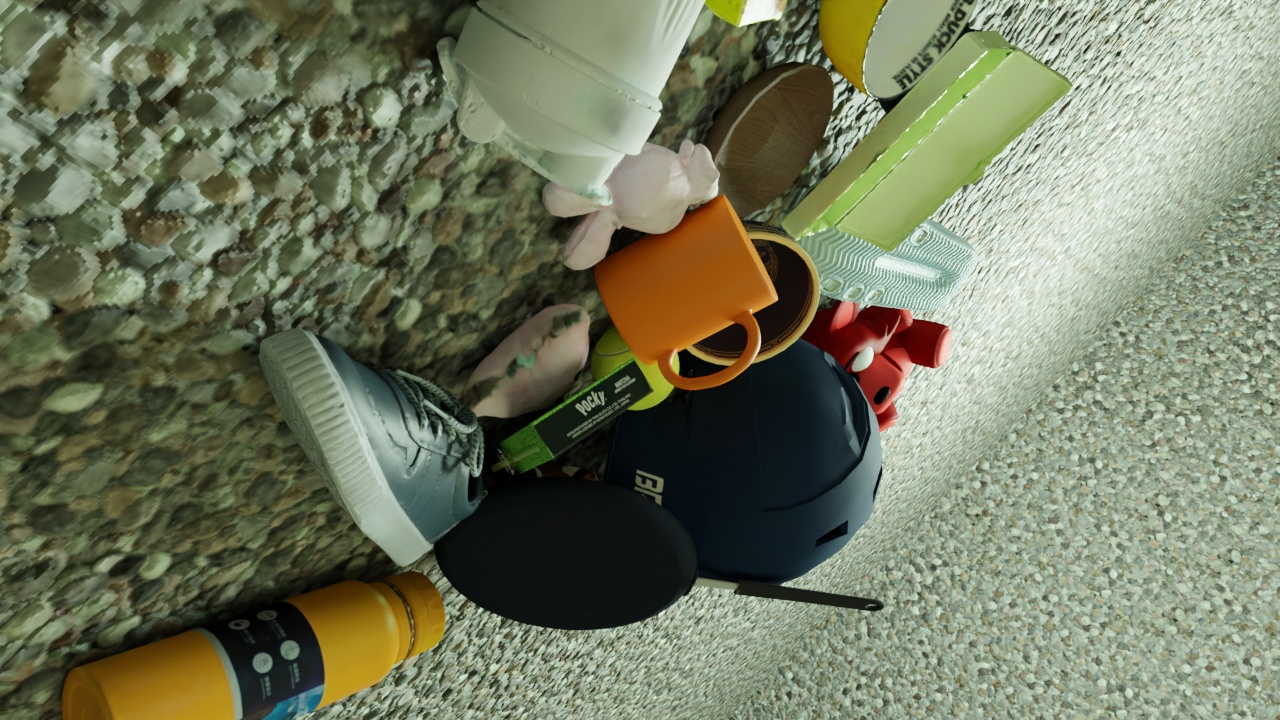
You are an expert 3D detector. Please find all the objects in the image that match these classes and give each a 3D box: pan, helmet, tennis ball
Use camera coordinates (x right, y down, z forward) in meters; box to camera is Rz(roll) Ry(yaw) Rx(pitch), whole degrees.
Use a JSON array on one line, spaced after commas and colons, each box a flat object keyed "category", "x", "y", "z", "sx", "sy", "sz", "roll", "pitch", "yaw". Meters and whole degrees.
[{"category": "pan", "x": 0.020, "y": 0.169, "z": 0.707, "sx": 0.356, "sy": 0.021, "sz": 0.199, "roll": 10, "pitch": 136, "yaw": -8}, {"category": "helmet", "x": 0.100, "y": 0.068, "z": 0.805, "sx": 0.233, "sy": 0.223, "sz": 0.271, "roll": 95, "pitch": 9, "yaw": -52}, {"category": "tennis ball", "x": -0.004, "y": 0.004, "z": 0.679, "sx": 0.065, "sy": 0.065, "sz": 0.065, "roll": -35, "pitch": 152, "yaw": -22}]

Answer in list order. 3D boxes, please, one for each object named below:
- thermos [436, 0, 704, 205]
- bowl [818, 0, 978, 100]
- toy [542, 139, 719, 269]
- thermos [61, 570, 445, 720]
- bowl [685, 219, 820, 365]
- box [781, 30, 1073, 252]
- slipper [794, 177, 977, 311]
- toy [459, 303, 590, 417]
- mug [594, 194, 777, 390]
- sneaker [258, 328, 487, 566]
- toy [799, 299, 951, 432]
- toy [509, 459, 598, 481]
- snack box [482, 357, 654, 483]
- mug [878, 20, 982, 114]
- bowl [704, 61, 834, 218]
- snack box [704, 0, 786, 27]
[{"category": "thermos", "x": -0.005, "y": -0.186, "z": 0.395, "sx": 0.099, "sy": 0.099, "sz": 0.221, "roll": 4, "pitch": 120, "yaw": -57}, {"category": "bowl", "x": 0.156, "y": -0.232, "z": 0.577, "sx": 0.117, "sy": 0.067, "sz": 0.117, "roll": -34, "pitch": 151, "yaw": -22}, {"category": "toy", "x": -0.006, "y": -0.099, "z": 0.554, "sx": 0.109, "sy": 0.047, "sz": 0.064, "roll": -26, "pitch": 141, "yaw": -17}, {"category": "thermos", "x": -0.242, "y": 0.196, "z": 0.604, "sx": 0.232, "sy": 0.092, "sz": 0.076, "roll": -9, "pitch": 105, "yaw": -51}, {"category": "bowl", "x": 0.072, "y": -0.059, "z": 0.691, "sx": 0.112, "sy": 0.061, "sz": 0.113, "roll": -5, "pitch": 126, "yaw": -7}, {"category": "box", "x": 0.202, "y": -0.154, "z": 0.668, "sx": 0.140, "sy": 0.047, "sz": 0.188, "roll": 2, "pitch": 145, "yaw": -37}, {"category": "slipper", "x": 0.215, "y": -0.105, "z": 0.833, "sx": 0.245, "sy": 0.074, "sz": 0.104, "roll": 12, "pitch": 123, "yaw": -41}, {"category": "toy", "x": -0.067, "y": 0.005, "z": 0.607, "sx": 0.099, "sy": 0.052, "sz": 0.096, "roll": -40, "pitch": 166, "yaw": 0}, {"category": "mug", "x": 0.036, "y": -0.037, "z": 0.596, "sx": 0.096, "sy": 0.112, "sz": 0.077, "roll": -27, "pitch": 158, "yaw": 12}, {"category": "sneaker", "x": -0.137, "y": 0.047, "z": 0.523, "sx": 0.087, "sy": 0.089, "sz": 0.236, "roll": -34, "pitch": 157, "yaw": -16}, {"category": "toy", "x": 0.230, "y": 0.003, "z": 0.977, "sx": 0.197, "sy": 0.120, "sz": 0.159, "roll": 7, "pitch": 125, "yaw": -49}, {"category": "toy", "x": -0.089, "y": 0.127, "z": 0.731, "sx": 0.087, "sy": 0.067, "sz": 0.113, "roll": 5, "pitch": 113, "yaw": -39}, {"category": "snack box", "x": -0.055, "y": 0.045, "z": 0.628, "sx": 0.080, "sy": 0.025, "sz": 0.148, "roll": -33, "pitch": -179, "yaw": -25}, {"category": "mug", "x": 0.230, "y": -0.234, "z": 0.697, "sx": 0.077, "sy": 0.071, "sz": 0.105, "roll": -18, "pitch": 116, "yaw": -44}, {"category": "bowl", "x": 0.080, "y": -0.152, "z": 0.620, "sx": 0.117, "sy": 0.030, "sz": 0.118, "roll": -34, "pitch": 152, "yaw": -22}, {"category": "snack box", "x": 0.075, "y": -0.250, "z": 0.476, "sx": 0.040, "sy": 0.029, "sz": 0.148, "roll": -25, "pitch": 147, "yaw": -37}]
